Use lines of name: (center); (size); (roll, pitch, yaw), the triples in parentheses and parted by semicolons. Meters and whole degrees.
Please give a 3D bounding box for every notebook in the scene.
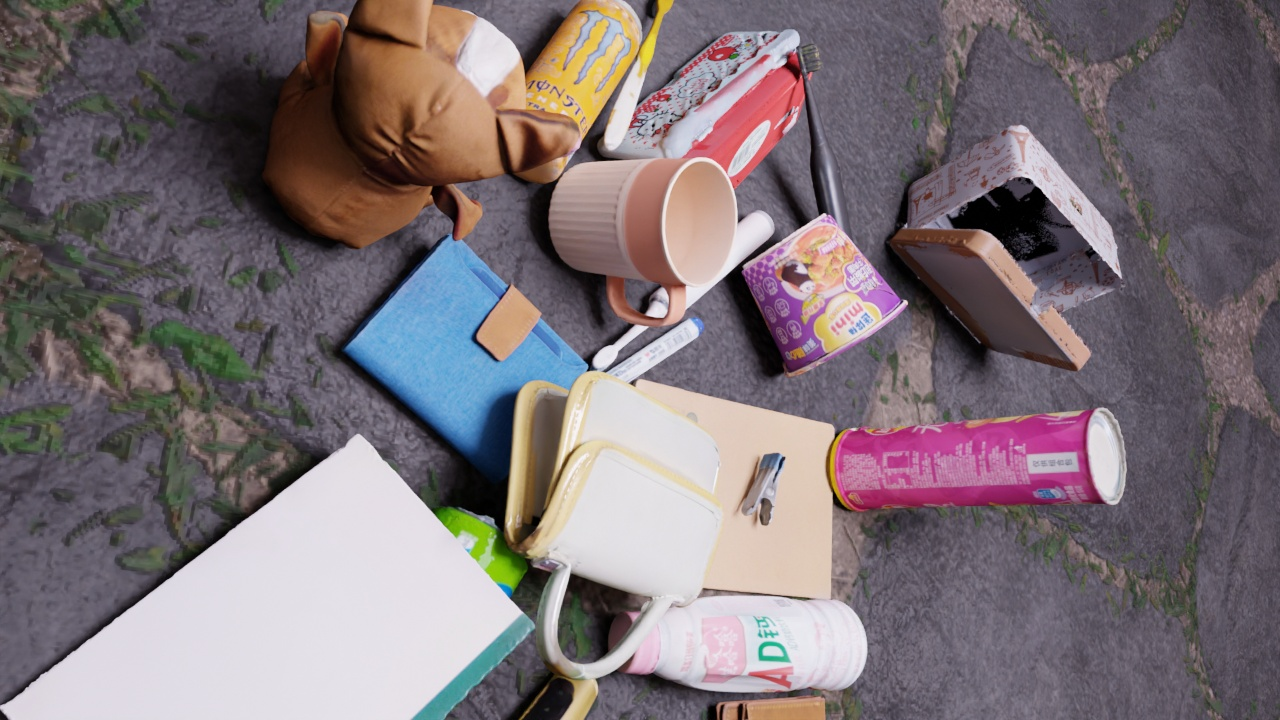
notebook: (-0.179, 0.153, 0.464); (0.150, 0.012, 0.208); (44, 63, 12)
notebook: (0.075, 0.105, 0.716); (0.207, 0.008, 0.147); (14, 73, -33)

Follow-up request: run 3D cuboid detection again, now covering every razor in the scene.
razor: (-0.080, 0.253, 0.547); (0.167, 0.062, 0.068); (-50, 139, -37)

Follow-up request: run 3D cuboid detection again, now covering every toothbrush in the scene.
toothbrush: (0.034, -0.055, 0.708); (0.027, 0.026, 0.220); (42, 55, 9)
toothbrush: (-0.001, -0.229, 0.710); (0.016, 0.018, 0.190); (29, 57, -20)
toothbrush: (0.156, -0.159, 0.769); (0.026, 0.027, 0.213); (-67, 145, -54)

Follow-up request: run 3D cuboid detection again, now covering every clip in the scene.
clip: (0.099, 0.099, 0.713); (0.028, 0.024, 0.056); (28, 69, -24)

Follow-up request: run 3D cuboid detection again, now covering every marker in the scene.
marker: (-0.004, 0.004, 0.675); (0.145, 0.017, 0.017); (-33, 100, -36)

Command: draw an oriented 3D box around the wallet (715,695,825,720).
wallet: (0.094, 0.315, 0.668); (0.119, 0.035, 0.130); (12, 72, -33)

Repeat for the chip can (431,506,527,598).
chip can: (-0.147, 0.193, 0.500); (0.072, 0.072, 0.235); (42, 59, -21)

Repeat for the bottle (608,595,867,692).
bottle: (0.071, 0.202, 0.658); (0.196, 0.068, 0.068); (11, 74, -29)

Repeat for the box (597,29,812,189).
box: (0.052, -0.198, 0.733); (0.099, 0.096, 0.200); (32, 55, 15)

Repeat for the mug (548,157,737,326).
mug: (0.001, -0.082, 0.634); (0.081, 0.106, 0.114); (-16, 110, -47)

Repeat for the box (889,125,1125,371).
box: (0.339, -0.084, 0.858); (0.182, 0.151, 0.167); (36, 44, -24)

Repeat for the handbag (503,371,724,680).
handbag: (-0.011, 0.109, 0.570); (0.163, 0.063, 0.178); (32, 53, -44)

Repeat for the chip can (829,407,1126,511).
chip can: (0.257, 0.081, 0.720); (0.071, 0.211, 0.071); (10, 76, -44)

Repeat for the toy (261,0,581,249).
toy: (-0.125, -0.136, 0.505); (0.140, 0.200, 0.130); (36, 65, -26)

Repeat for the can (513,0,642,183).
can: (-0.052, -0.196, 0.657); (0.058, 0.058, 0.145); (39, 60, -23)

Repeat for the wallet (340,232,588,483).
wallet: (-0.108, -0.002, 0.591); (0.133, 0.040, 0.106); (46, 62, -20)

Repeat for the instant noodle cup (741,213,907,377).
instant noodle cup: (0.141, -0.056, 0.740); (0.111, 0.112, 0.099); (-35, 93, -35)
